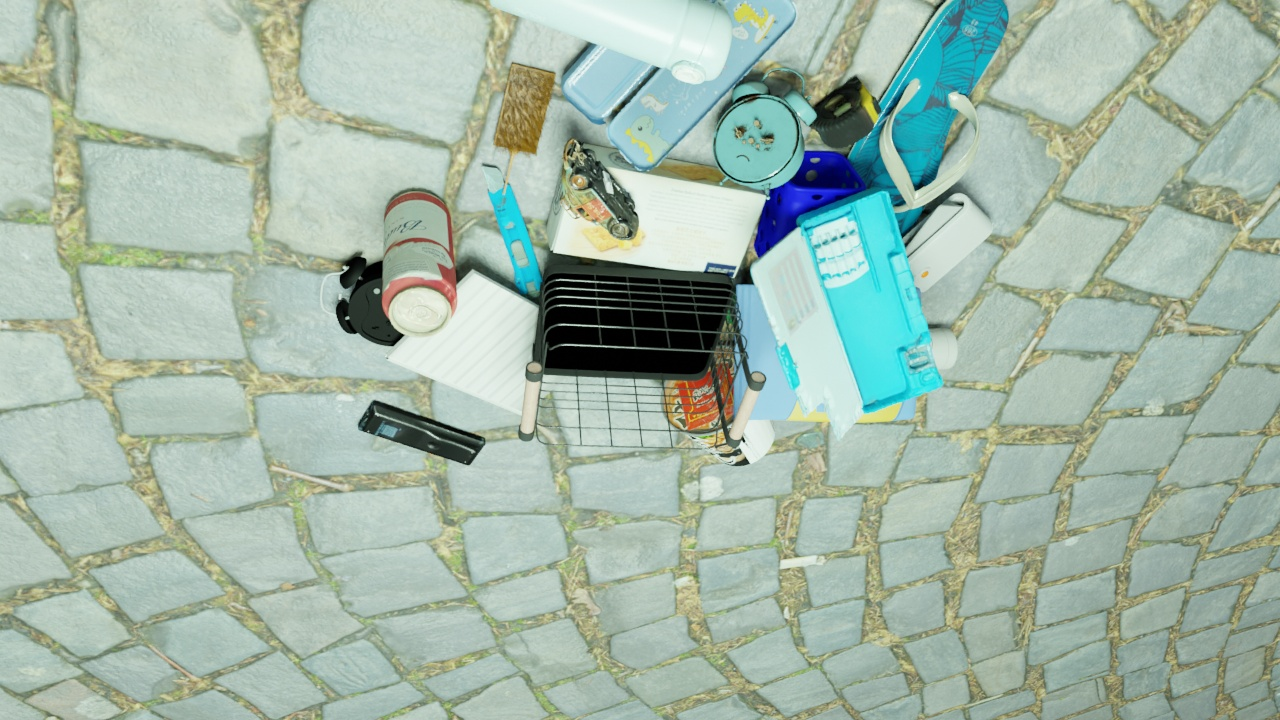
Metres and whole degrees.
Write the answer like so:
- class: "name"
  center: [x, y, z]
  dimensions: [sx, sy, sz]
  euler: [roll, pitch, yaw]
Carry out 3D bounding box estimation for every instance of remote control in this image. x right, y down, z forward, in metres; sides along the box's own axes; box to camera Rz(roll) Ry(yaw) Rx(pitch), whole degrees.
- class: "remote control"
  center: [-0.264, 0.093, 1.113]
  dimensions: [0.150, 0.022, 0.047]
  euler: [23, 121, -28]

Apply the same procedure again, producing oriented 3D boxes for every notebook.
- class: "notebook"
  center: [-0.158, -0.012, 1.029]
  dimensions: [0.143, 0.009, 0.209]
  euler: [-40, 140, 19]

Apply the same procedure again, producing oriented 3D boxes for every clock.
- class: "clock"
  center: [-0.274, -0.064, 0.967]
  dimensions: [0.120, 0.042, 0.091]
  euler: [6, 127, -18]
- class: "clock"
  center: [0.123, -0.225, 0.899]
  dimensions: [0.053, 0.090, 0.124]
  euler: [15, 98, -64]

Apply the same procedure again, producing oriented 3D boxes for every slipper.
- class: "slipper"
  center: [0.292, -0.233, 0.956]
  dimensions: [0.118, 0.060, 0.296]
  euler: [9, 126, -16]

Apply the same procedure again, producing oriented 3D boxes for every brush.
- class: "brush"
  center: [-0.117, -0.220, 0.888]
  dimensions: [0.048, 0.017, 0.127]
  euler: [8, 122, -20]

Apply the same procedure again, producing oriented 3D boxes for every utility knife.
- class: "utility knife"
  center: [-0.134, -0.130, 0.967]
  dimensions: [0.031, 0.015, 0.175]
  euler: [-19, 129, -4]

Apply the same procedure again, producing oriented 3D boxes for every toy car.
- class: "toy car"
  center: [-0.047, -0.156, 0.870]
  dimensions: [0.047, 0.047, 0.112]
  euler: [-21, 127, 32]

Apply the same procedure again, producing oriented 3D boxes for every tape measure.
- class: "tape measure"
  center: [0.204, -0.246, 0.921]
  dimensions: [0.067, 0.062, 0.038]
  euler: [-31, 129, 14]

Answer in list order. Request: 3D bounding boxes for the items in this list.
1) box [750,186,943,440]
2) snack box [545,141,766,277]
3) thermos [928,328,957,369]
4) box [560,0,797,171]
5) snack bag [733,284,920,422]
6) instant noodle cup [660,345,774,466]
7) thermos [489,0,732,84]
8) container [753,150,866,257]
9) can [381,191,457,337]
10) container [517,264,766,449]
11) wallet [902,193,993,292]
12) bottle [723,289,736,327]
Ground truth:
- class: "box"
  center: [0.204, -0.039, 0.935]
  dimensions: [0.181, 0.072, 0.227]
  euler: [-29, 112, -13]
- class: "snack box"
  center: [0.015, -0.155, 0.954]
  dimensions: [0.207, 0.057, 0.104]
  euler: [6, 126, -18]
- class: "thermos"
  center: [0.280, -0.010, 1.139]
  dimensions: [0.224, 0.052, 0.052]
  euler: [-3, 129, -12]
- class: "box"
  center: [0.033, -0.288, 0.854]
  dimensions: [0.127, 0.034, 0.209]
  euler: [40, 108, -21]
- class: "snack bag"
  center: [0.204, -0.010, 1.040]
  dimensions: [0.205, 0.102, 0.159]
  euler: [-1, 97, -14]
- class: "instant noodle cup"
  center: [0.105, 0.065, 1.126]
  dimensions: [0.124, 0.123, 0.122]
  euler: [-28, 139, 10]
- class: "thermos"
  center: [-0.022, -0.301, 0.788]
  dimensions: [0.207, 0.077, 0.065]
  euler: [17, 162, -9]
- class: "container"
  center: [0.176, -0.152, 0.978]
  dimensions: [0.085, 0.084, 0.114]
  euler: [-1, 130, -11]
- class: "can"
  center: [-0.211, -0.094, 0.874]
  dimensions: [0.067, 0.170, 0.067]
  euler: [-7, 131, -8]
- class: "container"
  center: [-0.006, 0.006, 0.977]
  dimensions: [0.241, 0.130, 0.163]
  euler: [3, 138, -11]
- class: "wallet"
  center: [0.332, -0.135, 1.039]
  dimensions: [0.119, 0.037, 0.115]
  euler: [-44, 146, 22]
- class: "bottle"
  center: [0.075, -0.050, 1.064]
  dimensions: [0.111, 0.043, 0.043]
  euler: [-18, 131, 2]
